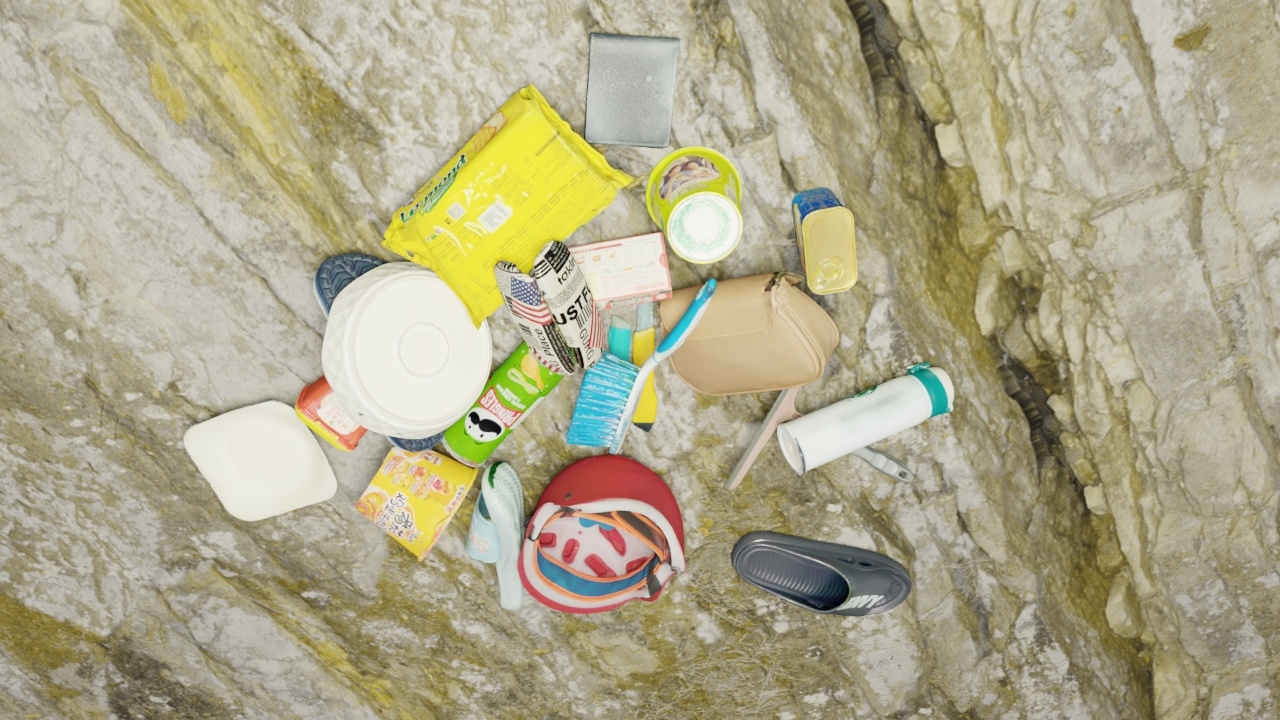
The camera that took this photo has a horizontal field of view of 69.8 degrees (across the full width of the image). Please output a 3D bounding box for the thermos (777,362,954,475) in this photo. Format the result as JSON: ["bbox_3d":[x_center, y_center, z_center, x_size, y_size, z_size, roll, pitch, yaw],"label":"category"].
[{"bbox_3d":[0.285,0.068,1.151,0.224,0.073,0.073,-21,118,-10],"label":"thermos"}]

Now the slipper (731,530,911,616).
[{"bbox_3d":[0.259,0.321,1.303,0.268,0.083,0.111,16,118,-9],"label":"slipper"}]

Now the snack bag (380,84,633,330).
[{"bbox_3d":[-0.148,-0.168,1.010,0.246,0.068,0.158,-44,113,6],"label":"snack bag"}]

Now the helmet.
[{"bbox_3d":[-0.050,0.218,1.206,0.207,0.143,0.241,30,128,-18],"label":"helmet"}]

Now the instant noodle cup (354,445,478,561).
[{"bbox_3d":[-0.291,0.170,1.178,0.110,0.137,0.138,34,112,-10],"label":"instant noodle cup"}]

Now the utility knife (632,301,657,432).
[{"bbox_3d":[0.007,0.003,1.159,0.033,0.015,0.202,1,119,-1],"label":"utility knife"}]

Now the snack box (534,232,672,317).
[{"bbox_3d":[-0.045,-0.099,1.070,0.156,0.077,0.027,-9,157,3],"label":"snack box"}]

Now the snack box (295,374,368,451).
[{"bbox_3d":[-0.369,0.055,1.140,0.080,0.082,0.091,-42,113,8],"label":"snack box"}]

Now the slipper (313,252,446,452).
[{"bbox_3d":[-0.308,-0.010,1.103,0.095,0.104,0.253,-6,110,52],"label":"slipper"}]

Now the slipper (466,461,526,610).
[{"bbox_3d":[-0.194,0.237,1.234,0.074,0.103,0.246,0,124,0],"label":"slipper"}]

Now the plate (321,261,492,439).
[{"bbox_3d":[-0.259,-0.011,1.056,0.204,0.046,0.205,-1,92,-38],"label":"plate"}]

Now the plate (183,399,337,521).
[{"bbox_3d":[-0.490,0.127,1.198,0.164,0.034,0.164,-17,117,6],"label":"plate"}]

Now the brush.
[{"bbox_3d":[-0.006,0.006,1.088,0.109,0.060,0.315,22,132,3],"label":"brush"}]

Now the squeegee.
[{"bbox_3d":[0.262,0.104,1.210,0.249,0.040,0.248,27,97,-21],"label":"squeegee"}]

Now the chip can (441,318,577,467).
[{"bbox_3d":[-0.150,0.031,1.138,0.072,0.072,0.236,38,110,-20],"label":"chip can"}]

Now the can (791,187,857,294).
[{"bbox_3d":[0.209,-0.139,1.052,0.057,0.083,0.102,-10,118,4],"label":"can"}]

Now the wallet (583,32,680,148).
[{"bbox_3d":[-0.010,-0.292,1.000,0.097,0.019,0.121,3,120,-4],"label":"wallet"}]

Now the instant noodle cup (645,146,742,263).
[{"bbox_3d":[0.064,-0.165,1.010,0.111,0.123,0.112,-1,118,-2],"label":"instant noodle cup"}]

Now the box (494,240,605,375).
[{"bbox_3d":[-0.102,-0.055,1.019,0.087,0.075,0.162,1,136,25],"label":"box"}]

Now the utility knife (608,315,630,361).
[{"bbox_3d":[-0.032,0.026,1.171,0.029,0.013,0.183,6,117,-1],"label":"utility knife"}]

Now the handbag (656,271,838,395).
[{"bbox_3d":[0.123,-0.035,1.074,0.205,0.099,0.148,-7,128,38],"label":"handbag"}]
